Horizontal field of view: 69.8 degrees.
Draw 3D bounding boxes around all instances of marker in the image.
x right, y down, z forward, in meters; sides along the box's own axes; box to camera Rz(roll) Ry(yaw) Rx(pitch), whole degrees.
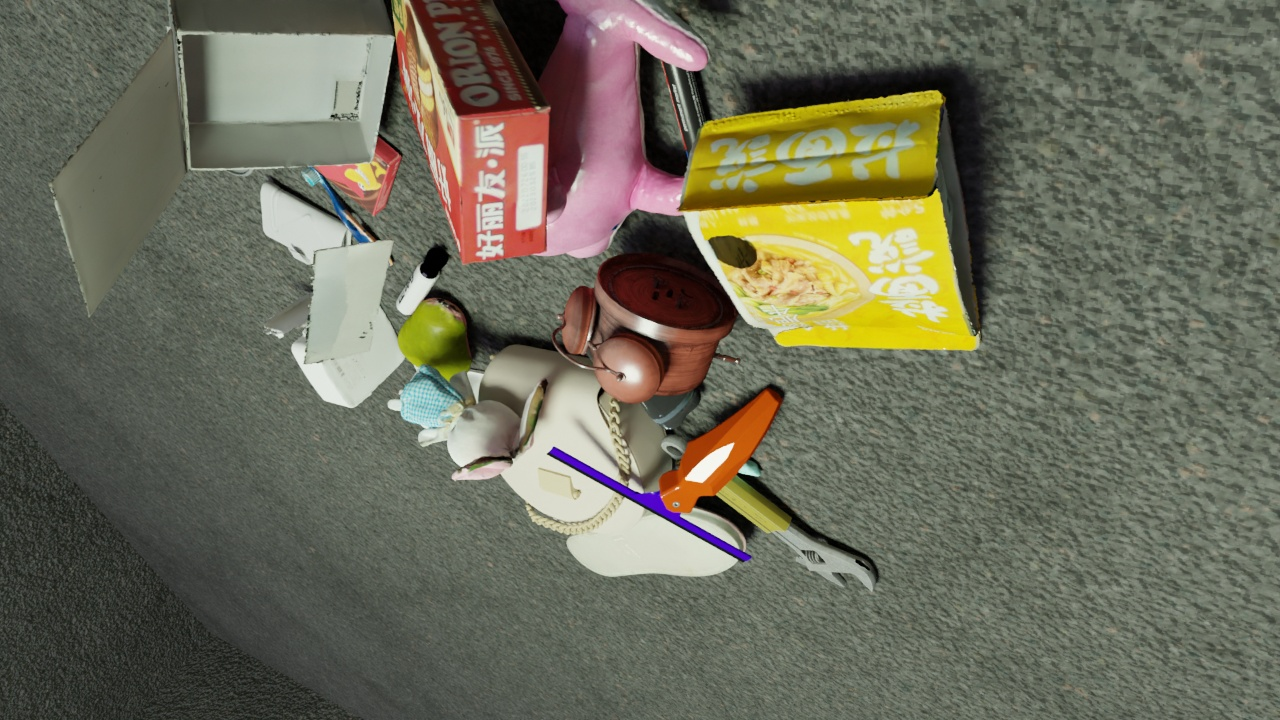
[{"bbox_3d":[-0.235,-0.085,0.987,0.025,0.025,0.126,42,144,-7],"label":"marker"},{"bbox_3d":[0.037,-0.176,0.667,0.023,0.021,0.145,43,159,49],"label":"marker"}]

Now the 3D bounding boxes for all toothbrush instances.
[{"bbox_3d":[-0.313,-0.153,0.984,0.022,0.017,0.135,-11,123,48],"label":"toothbrush"}]

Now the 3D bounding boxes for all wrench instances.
[{"bbox_3d":[0.131,0.159,0.946,0.273,0.018,0.084,38,150,-12],"label":"wrench"}]

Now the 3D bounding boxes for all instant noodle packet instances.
[{"bbox_3d":[0.143,-0.068,0.642,0.163,0.084,0.221,-1,147,27],"label":"instant noodle packet"}]

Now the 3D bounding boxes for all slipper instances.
[{"bbox_3d":[0.015,0.206,1.080,0.275,0.054,0.114,-17,119,45],"label":"slipper"}]

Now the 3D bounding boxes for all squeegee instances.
[{"bbox_3d":[0.066,0.095,0.867,0.249,0.055,0.185,32,115,-21],"label":"squeegee"}]

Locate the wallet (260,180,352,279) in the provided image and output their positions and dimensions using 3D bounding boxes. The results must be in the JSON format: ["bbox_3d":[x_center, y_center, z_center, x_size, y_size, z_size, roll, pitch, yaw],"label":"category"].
[{"bbox_3d":[-0.379,-0.145,1.035,0.116,0.032,0.086,29,141,11],"label":"wallet"}]

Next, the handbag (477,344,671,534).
[{"bbox_3d":[-0.070,0.083,0.992,0.211,0.103,0.209,11,129,31],"label":"handbag"}]

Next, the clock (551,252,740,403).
[{"bbox_3d":[0.002,-0.026,0.744,0.120,0.157,0.072,45,132,37],"label":"clock"}]

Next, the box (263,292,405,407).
[{"bbox_3d":[-0.383,-0.024,1.108,0.137,0.108,0.124,5,132,34],"label":"box"}]

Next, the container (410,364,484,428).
[{"bbox_3d":[-0.228,0.051,1.112,0.129,0.049,0.081,9,136,33],"label":"container"}]

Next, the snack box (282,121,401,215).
[{"bbox_3d":[-0.300,-0.213,0.902,0.133,0.021,0.089,39,144,-3],"label":"snack box"}]

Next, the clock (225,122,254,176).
[{"bbox_3d":[-0.417,-0.245,0.935,0.148,0.056,0.104,-7,126,46],"label":"clock"}]

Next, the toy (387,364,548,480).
[{"bbox_3d":[-0.181,0.071,0.934,0.206,0.130,0.106,16,143,37],"label":"toy"}]

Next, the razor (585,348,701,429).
[{"bbox_3d":[-0.005,0.005,0.884,0.140,0.053,0.064,43,177,2],"label":"razor"}]

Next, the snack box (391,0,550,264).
[{"bbox_3d":[-0.123,-0.185,0.636,0.113,0.060,0.236,97,155,-46],"label":"snack box"}]

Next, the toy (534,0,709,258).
[{"bbox_3d":[-0.048,-0.153,0.669,0.187,0.127,0.266,31,145,13],"label":"toy"}]

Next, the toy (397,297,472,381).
[{"bbox_3d":[-0.226,-0.025,1.025,0.090,0.051,0.110,34,141,0],"label":"toy"}]

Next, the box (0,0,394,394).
[{"bbox_3d":[-0.344,-0.165,0.698,0.150,0.367,0.167,36,145,0],"label":"box"}]

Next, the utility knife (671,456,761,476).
[{"bbox_3d":[0.066,0.103,0.959,0.129,0.015,0.022,7,159,37],"label":"utility knife"}]
